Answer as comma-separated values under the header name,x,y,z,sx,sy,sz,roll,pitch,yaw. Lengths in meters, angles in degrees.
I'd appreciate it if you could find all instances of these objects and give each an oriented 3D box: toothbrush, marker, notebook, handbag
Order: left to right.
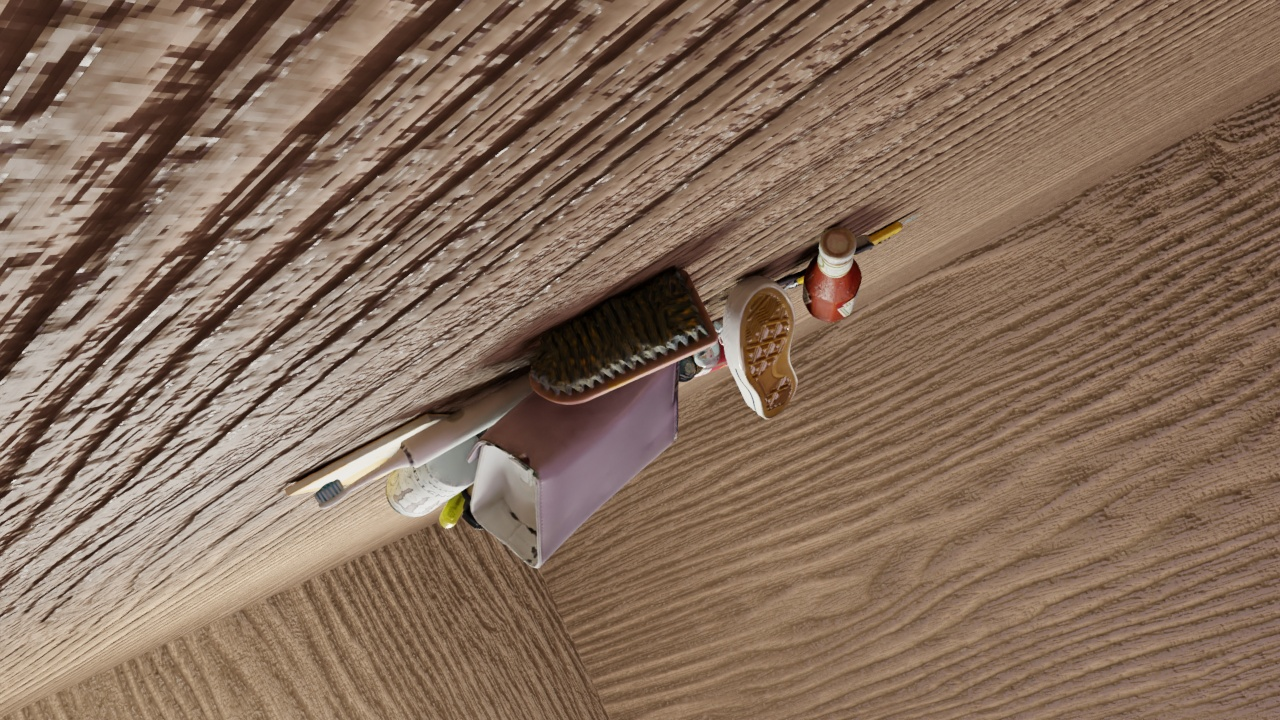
name,x,y,z,sx,sy,sz,roll,pitch,yaw
notebook,-0.234,0.087,0.889,0.146,0.010,0.206,-27,174,3
toothbrush,-0.173,0.066,0.783,0.220,0.026,0.027,-30,-161,-28
marker,-0.176,0.124,0.947,0.015,0.018,0.123,-54,-171,38
handbag,-0.053,0.063,0.800,0.196,0.098,0.145,-40,158,-35
toothbrush,0.179,-0.100,1.039,0.181,0.018,0.015,-24,172,1

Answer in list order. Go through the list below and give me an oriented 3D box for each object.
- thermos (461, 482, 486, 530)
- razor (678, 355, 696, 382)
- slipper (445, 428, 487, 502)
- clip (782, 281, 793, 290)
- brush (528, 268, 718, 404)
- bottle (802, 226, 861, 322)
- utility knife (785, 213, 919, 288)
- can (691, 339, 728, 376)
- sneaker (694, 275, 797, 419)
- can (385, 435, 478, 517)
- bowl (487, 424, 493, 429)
name,x,y,z,sx,sy,sz,roll,pitch,yaw
thermos,-0.114,0.098,0.904,0.143,0.093,0.093,-65,166,10
razor,-0.014,0.022,1.101,0.168,0.062,0.067,-23,-161,29
slipper,-0.213,0.140,1.112,0.110,0.083,0.269,-22,175,-22
clip,0.157,-0.082,1.094,0.058,0.044,0.027,-32,172,10
brush,-0.017,-0.010,0.701,0.146,0.063,0.073,-26,164,5
bottle,0.200,-0.090,0.956,0.060,0.059,0.206,-27,166,3
utility knife,0.253,-0.129,1.095,0.178,0.015,0.033,-29,177,21
can,0.094,-0.012,1.264,0.053,0.053,0.132,-29,174,29
sneaker,0.116,-0.020,1.011,0.118,0.088,0.241,-45,150,-12
can,-0.201,0.111,0.890,0.058,0.058,0.147,-22,173,-36
bowl,-0.101,0.074,0.987,0.118,0.118,0.065,-21,147,-45
